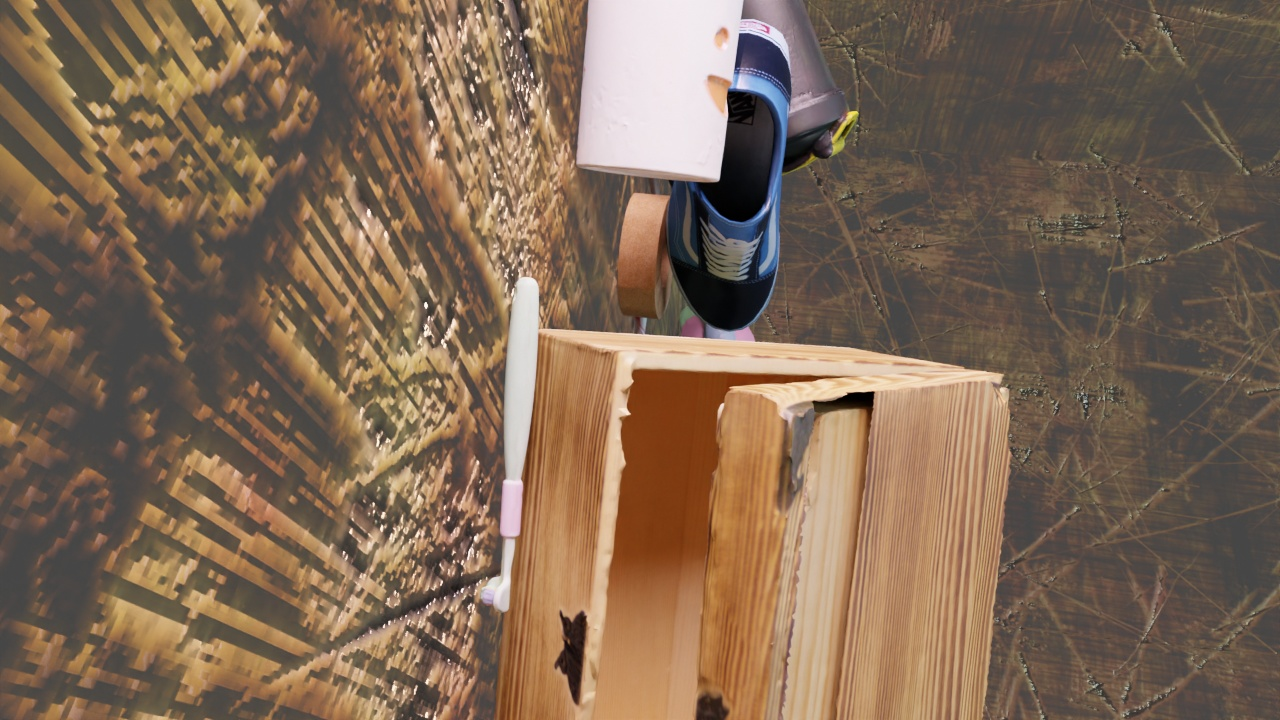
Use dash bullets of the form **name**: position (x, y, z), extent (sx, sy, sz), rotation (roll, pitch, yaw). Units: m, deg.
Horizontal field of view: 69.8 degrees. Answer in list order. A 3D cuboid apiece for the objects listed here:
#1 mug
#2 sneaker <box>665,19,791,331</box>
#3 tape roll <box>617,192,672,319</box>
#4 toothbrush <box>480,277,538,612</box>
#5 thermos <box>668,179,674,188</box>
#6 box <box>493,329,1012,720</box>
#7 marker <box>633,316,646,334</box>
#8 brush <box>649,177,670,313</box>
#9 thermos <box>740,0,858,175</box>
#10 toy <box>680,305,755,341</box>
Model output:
- **mug**: position (0.010, -0.154, 0.497), extent (0.082, 0.082, 0.105), rotation (-38, 134, -77)
- **sneaker**: position (0.053, -0.094, 0.613), extent (0.242, 0.083, 0.098), rotation (90, 12, -46)
- **tape roll**: position (0.006, -0.079, 0.698), extent (0.094, 0.027, 0.094), rotation (8, 89, -81)
- **toothbrush**: position (-0.059, 0.039, 0.425), extent (0.022, 0.015, 0.155), rotation (-170, -95, -69)
- **thermos**: position (0.051, -0.184, 0.714), extent (0.198, 0.086, 0.086), rotation (36, 61, -79)
- **box**: position (0.079, 0.135, 0.460), extent (0.192, 0.250, 0.279), rotation (11, -82, 55)
- **marker**: position (-0.004, 0.004, 0.743), extent (0.013, 0.013, 0.142), rotation (32, 65, -80)
- **brush**: position (0.011, -0.106, 0.764), extent (0.049, 0.015, 0.136), rotation (-72, 160, -55)
- **thermos**: position (0.117, -0.280, 0.816), extent (0.098, 0.098, 0.221), rotation (-54, 124, -72)
- **toy**: position (0.093, 0.036, 1.027), extent (0.170, 0.120, 0.222), rotation (-103, -176, -46)
